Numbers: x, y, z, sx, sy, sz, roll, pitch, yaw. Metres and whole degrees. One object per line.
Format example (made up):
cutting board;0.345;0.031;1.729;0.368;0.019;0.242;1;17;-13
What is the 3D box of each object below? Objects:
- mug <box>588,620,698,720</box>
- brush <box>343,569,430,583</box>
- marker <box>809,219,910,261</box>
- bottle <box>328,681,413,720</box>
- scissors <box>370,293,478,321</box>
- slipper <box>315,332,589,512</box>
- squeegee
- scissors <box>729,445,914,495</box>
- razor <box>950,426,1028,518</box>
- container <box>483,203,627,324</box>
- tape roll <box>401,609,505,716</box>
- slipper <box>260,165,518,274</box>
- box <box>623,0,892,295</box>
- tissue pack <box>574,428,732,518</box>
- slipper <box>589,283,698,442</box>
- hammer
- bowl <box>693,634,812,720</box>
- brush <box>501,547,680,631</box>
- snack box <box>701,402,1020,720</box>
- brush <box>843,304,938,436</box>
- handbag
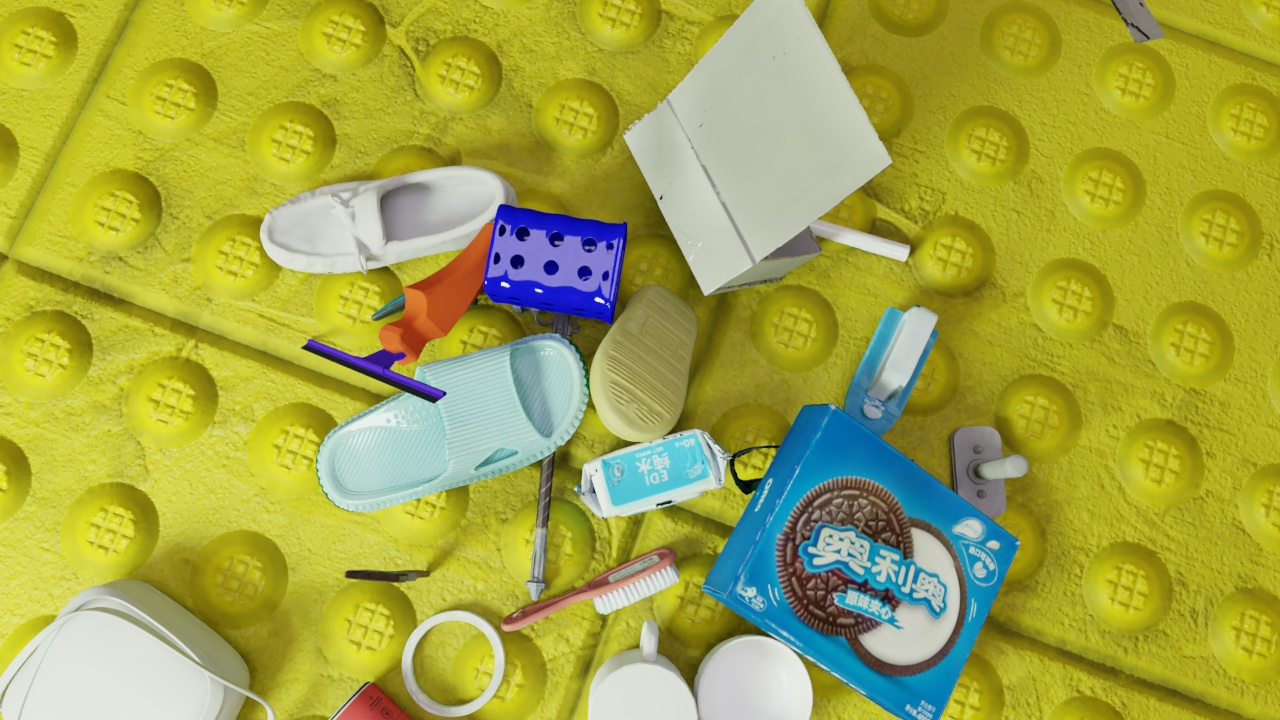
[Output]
mug;0.002;0.290;0.805;0.091;0.090;0.121;7;80;-2
brush;-0.204;0.184;0.787;0.045;0.143;0.008;3;78;6
marker;0.205;-0.126;0.922;0.133;0.020;0.017;16;89;0
bottle;-0.195;0.362;0.798;0.176;0.062;0.062;41;81;5
scissors;-0.190;-0.058;0.892;0.129;0.019;0.138;14;76;5
slipper;-0.175;0.061;0.826;0.276;0.069;0.116;-22;86;6
squeegee;-0.186;-0.052;0.832;0.184;0.250;0.055;-55;131;-18
scissors;0.172;0.150;0.866;0.209;0.015;0.155;5;100;-16
razor;0.325;0.100;0.840;0.047;0.116;0.088;-2;80;2
container;-0.075;-0.086;0.823;0.113;0.084;0.085;10;84;0
tape roll;-0.170;0.276;0.838;0.093;0.013;0.093;0;80;-2
slipper;-0.242;-0.136;0.884;0.247;0.075;0.112;-9;65;-2
box;0.079;-0.174;0.681;0.148;0.506;0.166;-27;83;-3
tissue pack;0.012;0.105;0.837;0.144;0.093;0.061;-16;84;-5
slipper;-0.005;0.005;0.847;0.091;0.082;0.190;37;41;-14
hammer;-0.084;0.061;0.869;0.098;0.044;0.321;5;82;-2
bowl;0.097;0.299;0.825;0.105;0.054;0.104;2;78;-8
brush;-0.044;0.219;0.844;0.172;0.041;0.030;-22;99;-5
snack box;0.201;0.182;0.815;0.239;0.056;0.195;35;75;-11
brush;0.234;0.017;0.871;0.055;0.075;0.135;27;80;3
handbag;-0.451;0.322;0.781;0.216;0.095;0.222;34;86;5
